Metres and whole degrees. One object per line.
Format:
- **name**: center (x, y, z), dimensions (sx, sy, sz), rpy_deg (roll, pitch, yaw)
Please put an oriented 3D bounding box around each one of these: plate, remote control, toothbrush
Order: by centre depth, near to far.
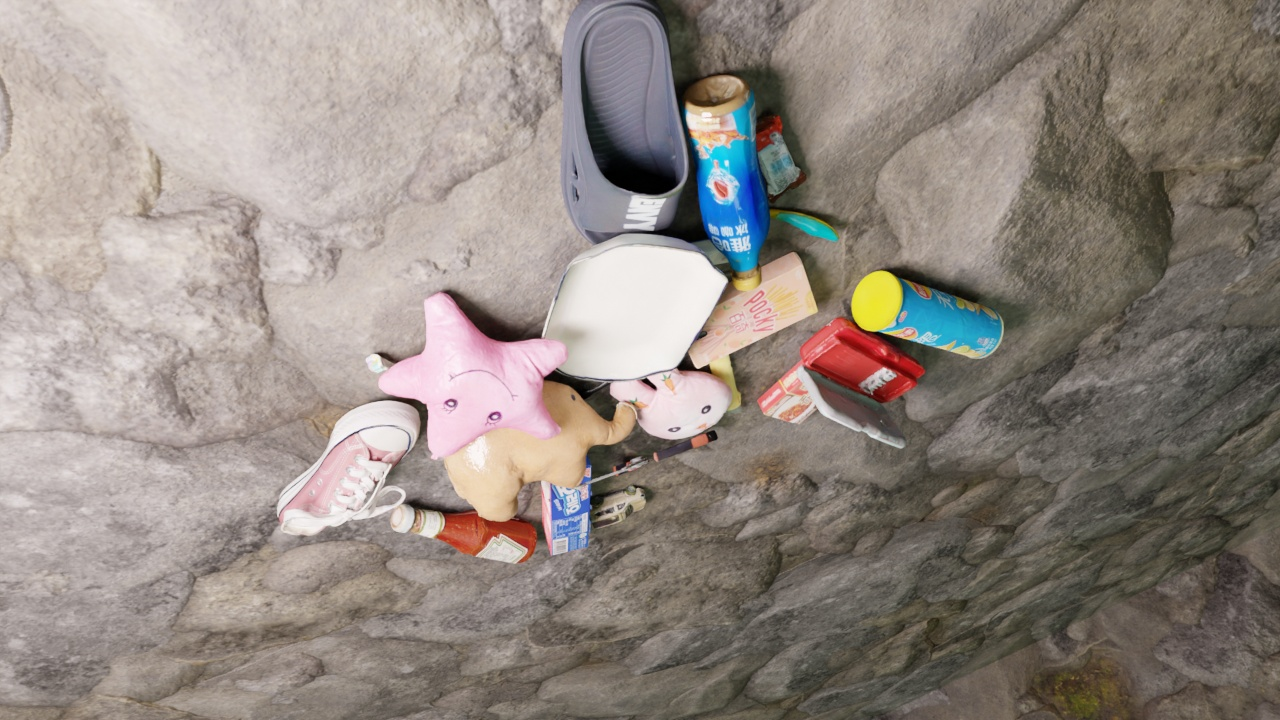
- **plate**: center (-0.015, -0.052, 0.934), dimensions (0.162, 0.034, 0.266), rpy_deg (4, 151, -13)
- **remote control**: center (0.050, -0.106, 0.943), dimensions (0.125, 0.024, 0.049), rpy_deg (-12, 170, -11)
- **toothbrush**: center (-0.224, 0.037, 1.007), dimensions (0.189, 0.029, 0.020), rpy_deg (37, 74, -50)
- **toothbrush**: center (-0.006, 0.006, 1.051), dimensions (0.189, 0.016, 0.014), rpy_deg (-26, 134, 20)

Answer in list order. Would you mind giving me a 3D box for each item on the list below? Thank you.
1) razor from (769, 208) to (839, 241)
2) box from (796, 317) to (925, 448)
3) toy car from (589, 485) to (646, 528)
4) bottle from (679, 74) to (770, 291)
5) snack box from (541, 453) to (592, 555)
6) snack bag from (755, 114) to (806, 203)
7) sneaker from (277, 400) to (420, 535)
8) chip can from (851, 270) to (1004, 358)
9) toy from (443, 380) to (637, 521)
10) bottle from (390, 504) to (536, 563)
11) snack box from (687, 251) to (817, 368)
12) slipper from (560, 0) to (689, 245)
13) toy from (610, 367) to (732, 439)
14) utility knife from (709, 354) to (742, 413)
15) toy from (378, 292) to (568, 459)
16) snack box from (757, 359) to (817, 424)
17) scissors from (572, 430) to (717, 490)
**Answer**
- **razor**: center (0.153, -0.142, 0.956), dimensions (0.132, 0.028, 0.043), rpy_deg (5, 161, -26)
- **box**: center (0.284, 0.032, 1.128), dimensions (0.201, 0.100, 0.095), rpy_deg (21, 126, -43)
- **toy car**: center (-0.034, 0.206, 1.288), dimensions (0.090, 0.035, 0.042), rpy_deg (-19, 144, -6)
- **bottle**: center (0.086, -0.155, 0.857), dimensions (0.065, 0.065, 0.219), rpy_deg (-19, 135, -2)
- **snack box**: center (-0.098, 0.180, 1.205), dimensions (0.057, 0.058, 0.208), rpy_deg (-11, 142, -13)
- **snack bag**: center (0.130, -0.193, 0.885), dimensions (0.045, 0.026, 0.105), rpy_deg (-36, 142, 4)
- **sneaker**: center (-0.326, 0.139, 1.025), dimensions (0.242, 0.087, 0.118), rpy_deg (-40, 138, 25)
- **chip can**: center (0.355, -0.053, 1.123), dimensions (0.210, 0.071, 0.071), rpy_deg (11, 132, -35)
- **toy**: center (-0.112, 0.086, 1.040), dimensions (0.226, 0.082, 0.143), rpy_deg (-26, 115, -8)
- **bottle**: center (-0.228, 0.222, 1.195), dimensions (0.206, 0.059, 0.060), rpy_deg (23, 125, -41)
- **snack box**: center (0.118, -0.056, 1.042), dimensions (0.157, 0.026, 0.084), rpy_deg (-25, 137, 6)
- **slipper**: center (-0.013, -0.179, 0.792), dimensions (0.110, 0.083, 0.269), rpy_deg (-13, 140, -8)
- **toy**: center (0.038, 0.046, 1.114), dimensions (0.122, 0.054, 0.159), rpy_deg (-36, 134, 27)
- **utility knife**: center (0.103, 0.014, 1.132), dimensions (0.031, 0.019, 0.179), rpy_deg (-23, 144, -4)
- **toy**: center (-0.166, 0.034, 0.947), dimensions (0.194, 0.074, 0.179), rpy_deg (24, 111, -20)
- **snack box**: center (0.230, 0.023, 1.195), dimensions (0.075, 0.025, 0.153), rpy_deg (17, 129, -39)
- **scissors**: center (0.009, 0.123, 1.136), dimensions (0.189, 0.015, 0.225), rpy_deg (-20, 175, -1)
